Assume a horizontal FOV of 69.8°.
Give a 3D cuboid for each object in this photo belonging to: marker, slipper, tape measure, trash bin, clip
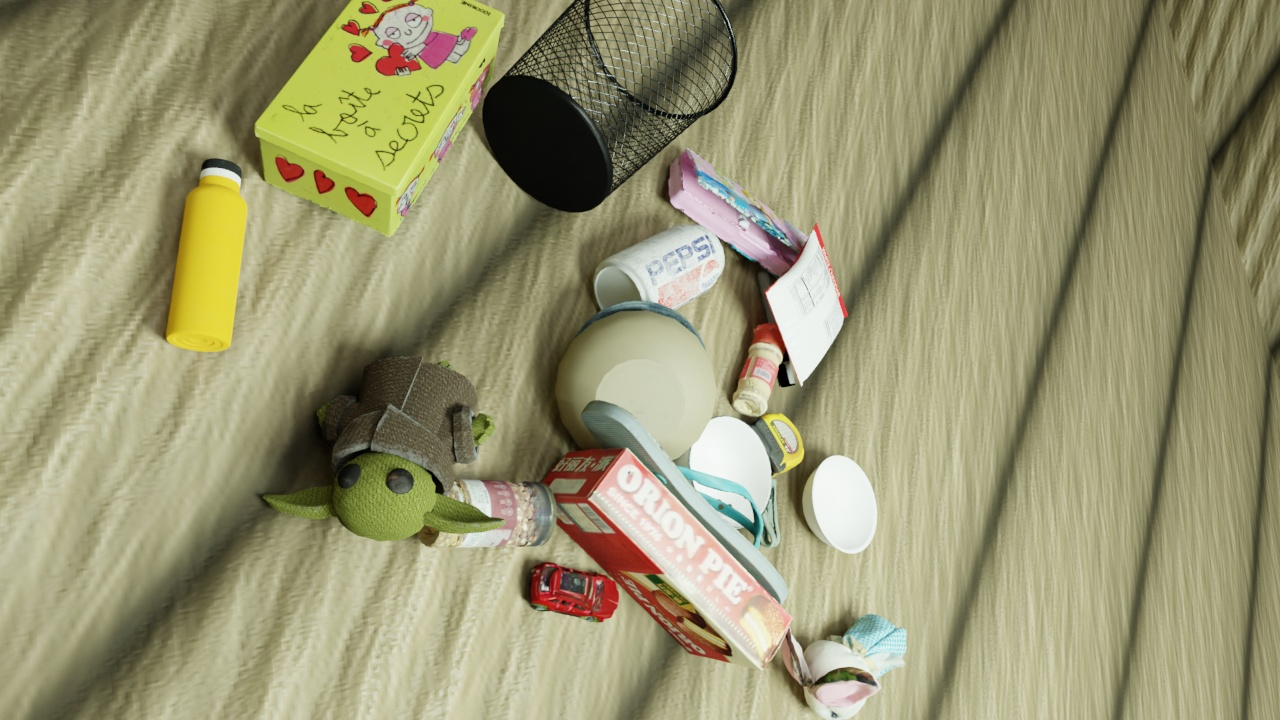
[{"bbox_3d":[0.160,-0.038,1.087,0.016,0.016,0.140,-4,78,-40],"label":"marker"},{"bbox_3d":[0.046,0.120,0.827,0.269,0.098,0.054,48,62,-21],"label":"slipper"},{"bbox_3d":[0.147,0.093,1.015,0.064,0.037,0.065,-25,75,-41],"label":"tape measure"},{"bbox_3d":[-0.035,-0.265,0.903,0.184,0.185,0.209,48,57,-16],"label":"trash bin"},{"bbox_3d":[0.134,0.166,0.993,0.059,0.023,0.076,0,73,-38],"label":"clip"}]

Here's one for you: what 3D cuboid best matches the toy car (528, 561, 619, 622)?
[{"bbox_3d":[-0.057,0.205,0.814,0.091,0.036,0.042,26,59,-37],"label":"toy car"}]

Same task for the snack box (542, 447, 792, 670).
[{"bbox_3d":[0.019,0.179,0.827,0.236,0.113,0.060,48,62,-17],"label":"snack box"}]

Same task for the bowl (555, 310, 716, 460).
[{"bbox_3d":[-0.002,0.033,0.844,0.152,0.050,0.152,-1,103,-4],"label":"bowl"}]

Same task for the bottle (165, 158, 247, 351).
[{"bbox_3d":[-0.321,-0.081,0.685,0.043,0.043,0.143,13,68,-36],"label":"bottle"}]

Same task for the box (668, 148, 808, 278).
[{"bbox_3d":[0.132,-0.165,1.074,0.230,0.053,0.084,29,43,-29],"label":"box"}]

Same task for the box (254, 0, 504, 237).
[{"bbox_3d":[-0.213,-0.222,0.773,0.124,0.081,0.220,25,56,-2],"label":"box"}]

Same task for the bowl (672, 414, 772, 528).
[{"bbox_3d":[0.073,0.116,0.931,0.113,0.063,0.113,14,67,-36],"label":"bowl"}]

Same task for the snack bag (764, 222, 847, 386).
[{"bbox_3d":[0.196,-0.065,1.053,0.143,0.039,0.131,-50,127,-38],"label":"snack bag"}]

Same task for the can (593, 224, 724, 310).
[{"bbox_3d":[0.021,-0.089,0.948,0.135,0.078,0.078,-32,96,-41],"label":"can"}]

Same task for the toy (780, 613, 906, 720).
[{"bbox_3d":[0.215,0.325,0.979,0.205,0.131,0.106,7,109,-53],"label":"toy"}]

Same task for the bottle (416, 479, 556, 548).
[{"bbox_3d":[-0.128,0.128,0.765,0.105,0.056,0.056,8,70,-38],"label":"bottle"}]

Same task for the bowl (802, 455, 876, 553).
[{"bbox_3d":[0.219,0.167,1.049,0.109,0.041,0.109,14,66,-36],"label":"bowl"}]

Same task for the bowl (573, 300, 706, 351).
[{"bbox_3d":[-0.005,0.005,0.895,0.137,0.057,0.137,-1,103,-5],"label":"bowl"}]

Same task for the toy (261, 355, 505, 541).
[{"bbox_3d":[-0.184,0.064,0.703,0.179,0.078,0.152,5,50,4],"label":"toy"}]

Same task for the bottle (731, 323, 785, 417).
[{"bbox_3d":[0.135,0.010,1.033,0.044,0.044,0.108,39,55,-23],"label":"bottle"}]
